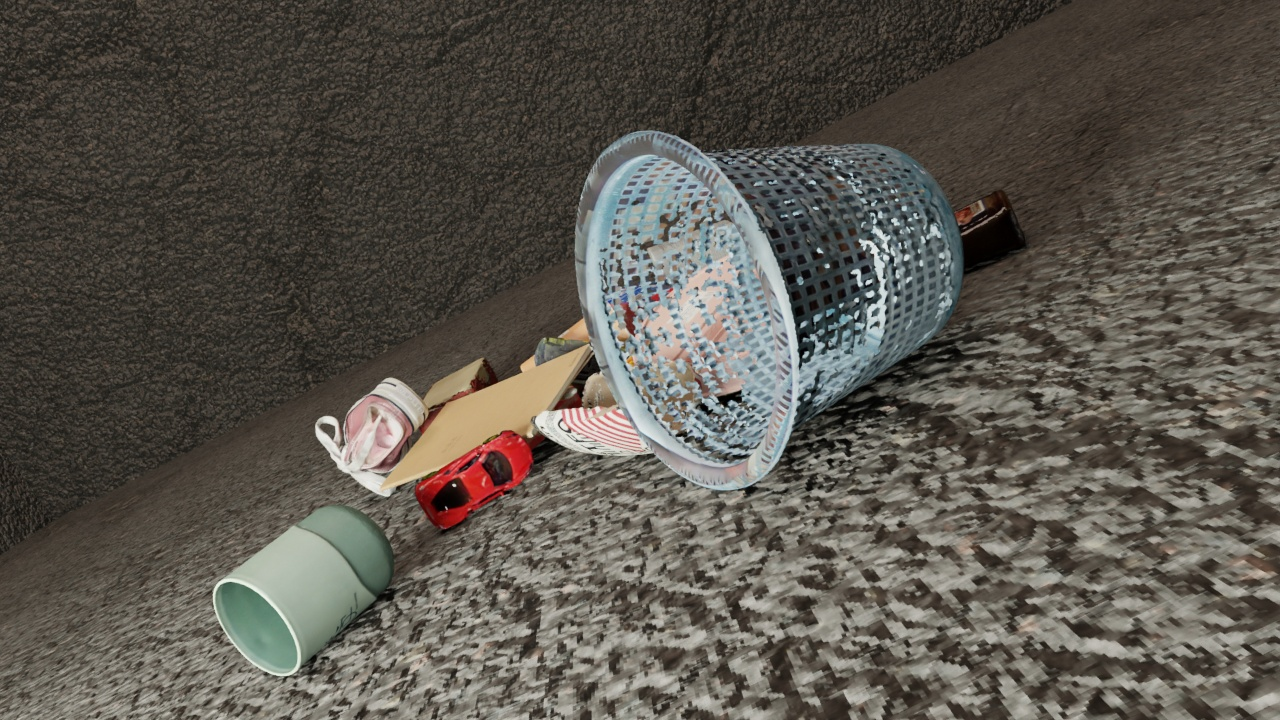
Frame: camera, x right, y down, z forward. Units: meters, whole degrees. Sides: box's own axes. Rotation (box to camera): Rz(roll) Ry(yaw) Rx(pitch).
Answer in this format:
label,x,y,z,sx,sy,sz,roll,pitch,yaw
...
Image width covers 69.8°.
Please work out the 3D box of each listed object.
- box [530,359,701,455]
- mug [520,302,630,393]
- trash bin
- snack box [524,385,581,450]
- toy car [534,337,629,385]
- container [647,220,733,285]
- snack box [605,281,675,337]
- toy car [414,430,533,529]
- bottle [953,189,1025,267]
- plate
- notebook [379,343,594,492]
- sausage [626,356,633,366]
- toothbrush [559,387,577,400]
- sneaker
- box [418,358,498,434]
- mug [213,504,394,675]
label,x,y,z,sx,sy,sz,roll,pitch,yaw
box,-0.018,0.035,0.744,0.163,0.076,0.086,-14,47,54
mug,-0.068,-0.003,1.027,0.122,0.078,0.078,-32,12,-2
trash bin,0.095,-0.052,0.610,0.194,0.226,0.227,-19,7,-28
snack box,-0.128,0.076,0.929,0.075,0.025,0.152,-19,14,37
toy car,-0.061,0.002,0.977,0.105,0.048,0.032,7,7,13
container,0.079,-0.122,1.178,0.114,0.090,0.090,-23,13,2
snack box,-0.008,-0.061,1.174,0.057,0.058,0.208,-31,13,-19
toy car,-0.141,0.101,0.793,0.106,0.049,0.031,-31,13,-20
bottle,0.230,-0.086,0.802,0.195,0.044,0.079,-23,16,24
plate,0.090,-0.047,0.806,0.230,0.028,0.229,-26,25,13
notebook,-0.155,0.059,0.925,0.212,0.012,0.149,-21,23,32
sausage,-0.005,0.005,0.925,0.164,0.021,0.021,-45,19,-28
toothbrush,-0.125,0.041,0.959,0.192,0.018,0.016,-13,19,49
sneaker,-0.310,0.094,1.044,0.087,0.118,0.242,-50,8,-30
box,-0.221,0.047,1.127,0.091,0.078,0.168,-27,12,3
mug,-0.246,0.172,0.679,0.106,0.082,0.112,-44,-11,-52
